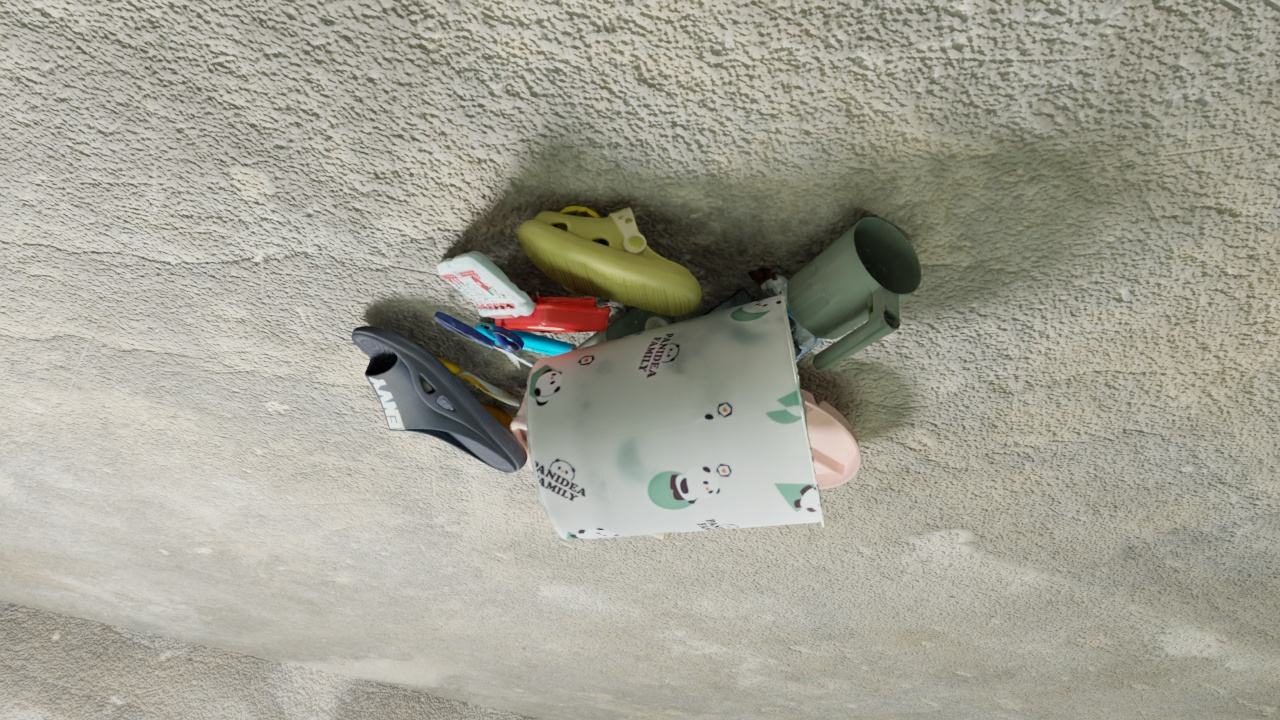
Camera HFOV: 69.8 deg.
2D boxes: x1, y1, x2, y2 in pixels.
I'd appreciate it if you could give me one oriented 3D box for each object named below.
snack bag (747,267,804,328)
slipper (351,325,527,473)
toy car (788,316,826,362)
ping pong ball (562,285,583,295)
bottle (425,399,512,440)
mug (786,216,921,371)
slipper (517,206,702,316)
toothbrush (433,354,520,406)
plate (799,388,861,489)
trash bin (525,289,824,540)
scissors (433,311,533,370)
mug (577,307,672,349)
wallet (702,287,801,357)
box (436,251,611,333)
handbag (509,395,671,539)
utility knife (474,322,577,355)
[{"bbox_3d":[0.157,-0.061,0.944,0.105,0.026,0.045,36,167,-13],"label":"snack bag"},{"bbox_3d":[-0.252,0.065,1.111,0.268,0.083,0.111,46,151,-22],"label":"slipper"},{"bbox_3d":[0.174,-0.026,1.010,0.049,0.031,0.106,21,144,-20],"label":"toy car"},{"bbox_3d":[-0.064,-0.088,0.957,0.040,0.040,0.040,6,147,4],"label":"ping pong ball"},{"bbox_3d":[-0.236,0.081,1.221,0.189,0.067,0.068,22,144,-21],"label":"bottle"},{"bbox_3d":[0.200,-0.059,0.872,0.083,0.123,0.104,22,146,-22],"label":"mug"},{"bbox_3d":[-0.024,-0.104,0.893,0.190,0.081,0.092,20,158,11],"label":"slipper"},{"bbox_3d":[-0.232,0.018,1.171,0.191,0.018,0.016,32,141,-29],"label":"toothbrush"},{"bbox_3d":[0.164,0.090,1.147,0.229,0.028,0.230,17,148,11],"label":"plate"},{"bbox_3d":[0.036,0.067,0.895,0.252,0.229,0.230,-11,143,10],"label":"trash bin"},{"bbox_3d":[-0.158,-0.015,1.051,0.176,0.012,0.163,27,165,-12],"label":"scissors"},{"bbox_3d":[-0.006,0.006,1.029,0.107,0.082,0.111,-32,86,41],"label":"mug"},{"bbox_3d":[0.106,-0.020,1.017,0.097,0.019,0.121,46,137,-8],"label":"wallet"},{"bbox_3d":[-0.127,-0.061,0.934,0.161,0.060,0.201,22,174,-21],"label":"box"},{"bbox_3d":[-0.046,0.140,1.157,0.234,0.093,0.193,33,158,26],"label":"handbag"},{"bbox_3d":[-0.110,-0.017,1.035,0.192,0.018,0.034,12,159,34],"label":"utility knife"}]
